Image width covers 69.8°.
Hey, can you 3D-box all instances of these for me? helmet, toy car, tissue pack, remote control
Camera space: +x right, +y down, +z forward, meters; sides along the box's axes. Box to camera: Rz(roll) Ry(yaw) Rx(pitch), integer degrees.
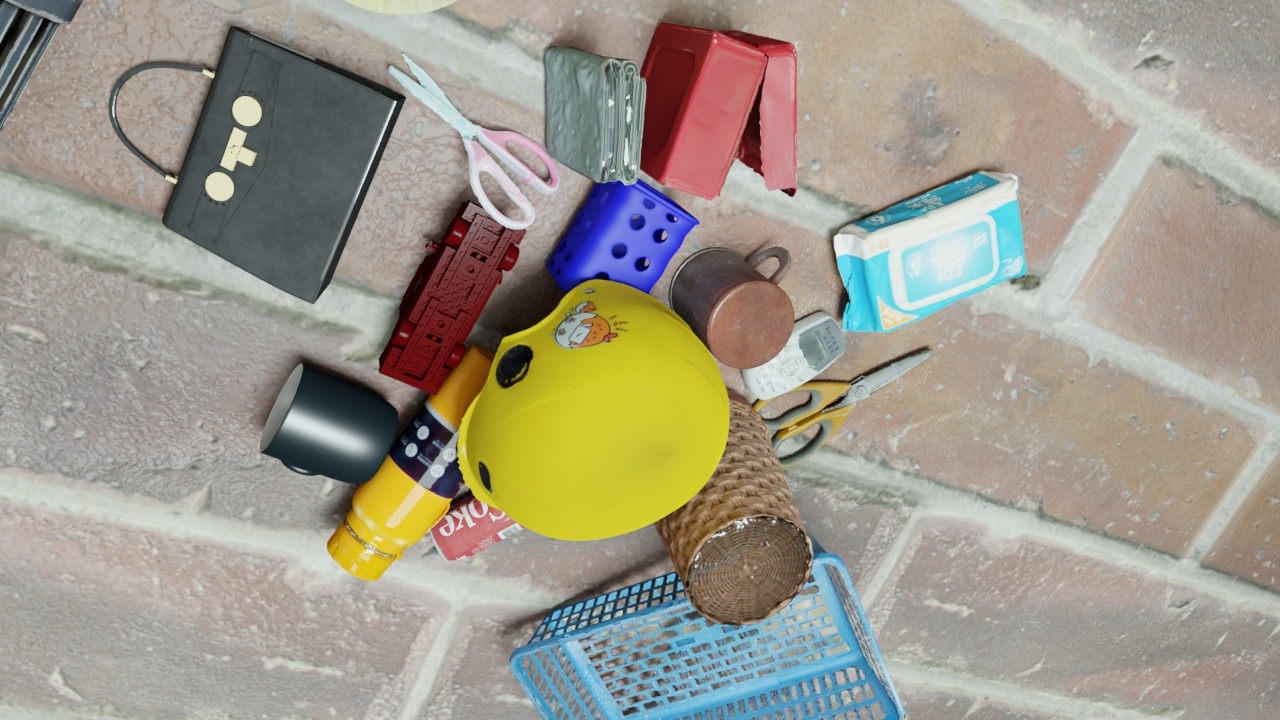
[{"bbox_3d":[-0.026,0.065,0.766,0.240,0.139,0.209,-43,124,-6],"label":"helmet"},{"bbox_3d":[-0.169,-0.059,0.813,0.070,0.062,0.170,25,103,-26],"label":"toy car"},{"bbox_3d":[0.296,-0.110,0.944,0.209,0.066,0.117,-21,117,-6],"label":"tissue pack"},{"bbox_3d":[0.160,-0.004,0.965,0.114,0.028,0.060,-31,119,-3],"label":"remote control"}]

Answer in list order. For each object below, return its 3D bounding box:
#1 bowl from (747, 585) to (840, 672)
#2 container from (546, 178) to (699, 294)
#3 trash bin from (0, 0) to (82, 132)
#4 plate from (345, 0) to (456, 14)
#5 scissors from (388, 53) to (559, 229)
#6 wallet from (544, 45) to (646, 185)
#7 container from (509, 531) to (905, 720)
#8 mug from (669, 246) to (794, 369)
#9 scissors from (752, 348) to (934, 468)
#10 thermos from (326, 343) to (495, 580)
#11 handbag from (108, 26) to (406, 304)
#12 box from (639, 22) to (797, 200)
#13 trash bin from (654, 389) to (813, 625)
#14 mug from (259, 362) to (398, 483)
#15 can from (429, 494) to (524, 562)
[{"bbox_3d":[0.176,0.308,1.090,0.115,0.062,0.115,-7,115,-15],"label":"bowl"},{"bbox_3d":[-0.019,-0.105,0.829,0.084,0.085,0.114,27,103,-26],"label":"container"},{"bbox_3d":[-0.488,-0.187,0.599,0.164,0.164,0.227,30,97,-27],"label":"trash bin"},{"bbox_3d":[-0.187,-0.359,0.687,0.184,0.036,0.185,-7,115,-15],"label":"plate"},{"bbox_3d":[-0.147,-0.181,0.763,0.178,0.016,0.101,37,54,-25],"label":"scissors"},{"bbox_3d":[-0.037,-0.203,0.753,0.054,0.131,0.100,-9,117,-19],"label":"wallet"},{"bbox_3d":[0.073,0.328,0.997,0.363,0.089,0.257,-20,116,12],"label":"container"},{"bbox_3d":[0.098,-0.061,0.876,0.123,0.110,0.096,-43,124,4],"label":"mug"},{"bbox_3d":[0.231,0.048,1.017,0.229,0.016,0.114,-21,117,-7],"label":"scissors"},{"bbox_3d":[-0.192,0.101,0.856,0.091,0.076,0.232,37,92,-27],"label":"thermos"},{"bbox_3d":[-0.315,-0.170,0.726,0.195,0.072,0.176,24,104,-15],"label":"handbag"},{"bbox_3d":[0.050,-0.212,0.766,0.126,0.157,0.137,-5,113,-12],"label":"box"},{"bbox_3d":[0.082,0.137,0.891,0.151,0.210,0.151,-5,116,-11],"label":"trash bin"},{"bbox_3d":[-0.286,0.069,0.828,0.094,0.085,0.122,27,130,-27],"label":"mug"},{"bbox_3d":[-0.159,0.160,0.919,0.096,0.054,0.054,-28,119,-5],"label":"can"}]
